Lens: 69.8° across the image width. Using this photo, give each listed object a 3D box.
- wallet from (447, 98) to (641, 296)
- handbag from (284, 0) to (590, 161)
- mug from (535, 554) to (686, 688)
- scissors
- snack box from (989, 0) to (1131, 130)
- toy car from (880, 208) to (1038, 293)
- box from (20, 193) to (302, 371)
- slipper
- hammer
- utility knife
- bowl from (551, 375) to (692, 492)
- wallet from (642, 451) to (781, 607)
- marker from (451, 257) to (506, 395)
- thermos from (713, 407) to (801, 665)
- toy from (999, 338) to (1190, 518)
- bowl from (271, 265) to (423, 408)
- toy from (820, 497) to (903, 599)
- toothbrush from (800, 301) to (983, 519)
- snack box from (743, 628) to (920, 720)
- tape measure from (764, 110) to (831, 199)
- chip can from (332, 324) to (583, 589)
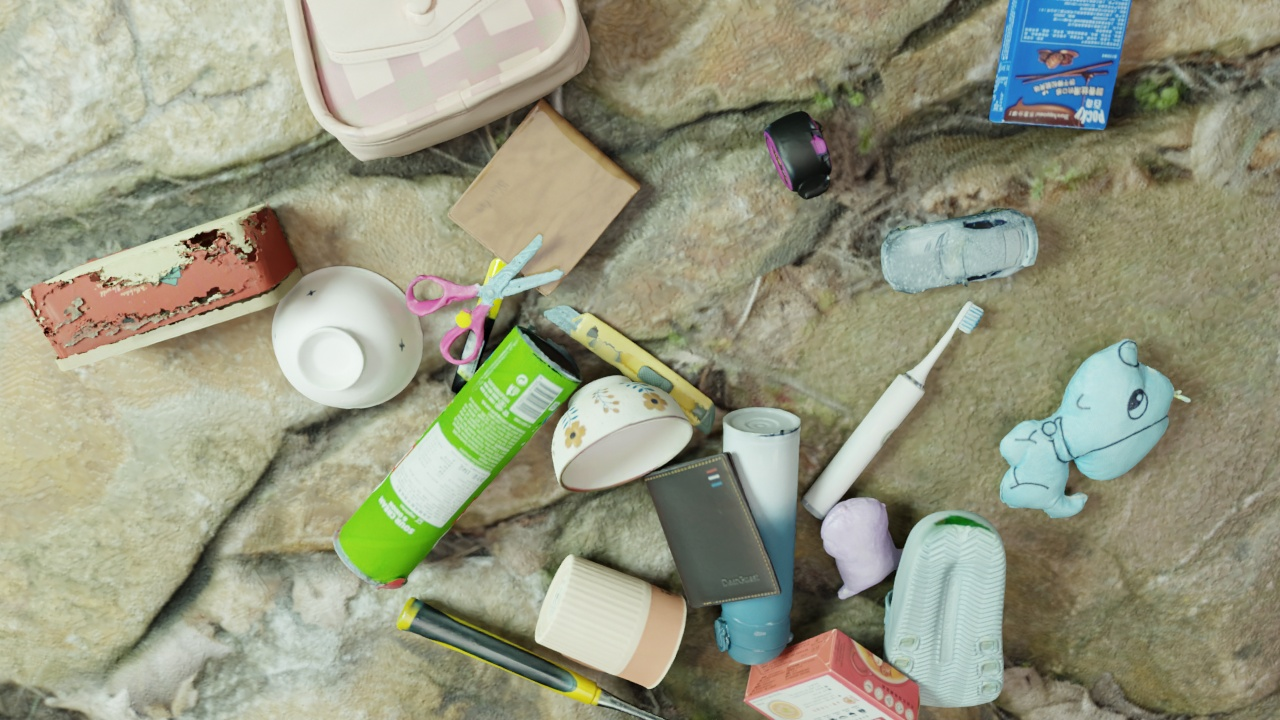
[{"bbox_3d":[-0.073,-0.122,0.699,0.101,0.020,0.115,39,93,-13],"label":"wallet"},{"bbox_3d":[-0.158,-0.273,0.629,0.193,0.093,0.234,-22,100,2],"label":"handbag"},{"bbox_3d":[-0.032,0.230,0.791,0.106,0.081,0.115,24,133,-9],"label":"mug"},{"bbox_3d":[-0.124,-0.058,0.704,0.096,0.017,0.137,44,113,-6],"label":"scissors"},{"bbox_3d":[0.320,-0.257,0.689,0.084,0.026,0.157,3,107,-5],"label":"snack box"},{"bbox_3d":[0.254,-0.087,0.733,0.120,0.036,0.054,-10,108,2],"label":"toy car"},{"bbox_3d":[-0.346,-0.062,0.666,0.168,0.091,0.079,-18,111,1],"label":"box"},{"bbox_3d":[0.263,0.217,0.802,0.104,0.074,0.246,-4,124,6],"label":"slipper"},{"bbox_3d":[-0.056,0.280,0.794,0.323,0.126,0.031,25,68,-4],"label":"hammer"},{"bbox_3d":[-0.004,0.004,0.755,0.173,0.019,0.031,36,95,-9],"label":"utility knife"},{"bbox_3d":[-0.022,0.052,0.729,0.113,0.113,0.062,-27,66,4],"label":"bowl"},{"bbox_3d":[0.058,0.140,0.753,0.097,0.020,0.122,-21,90,43],"label":"wallet"},{"bbox_3d":[-0.128,-0.025,0.735,0.018,0.015,0.124,20,107,-5],"label":"marker"},{"bbox_3d":[0.099,0.152,0.777,0.070,0.070,0.221,-1,107,-4],"label":"thermos"},{"bbox_3d":[0.383,0.061,0.780,0.156,0.049,0.161,-10,112,1],"label":"toy"},{"bbox_3d":[-0.232,-0.009,0.705,0.118,0.064,0.118,-1,107,-3],"label":"bowl"},{"bbox_3d":[0.195,0.159,0.794,0.084,0.039,0.108,-30,123,2],"label":"toy"},{"bbox_3d":[0.211,0.042,0.773,0.026,0.026,0.221,39,102,16],"label":"toothbrush"},{"bbox_3d":[0.177,0.302,0.814,0.127,0.044,0.113,38,133,-14],"label":"snack box"},{"bbox_3d":[0.121,-0.157,0.689,0.039,0.057,0.058,-25,123,6],"label":"tape measure"},{"bbox_3d":[-0.145,0.077,0.733,0.072,0.072,0.236,39,100,-14],"label":"chip can"}]
